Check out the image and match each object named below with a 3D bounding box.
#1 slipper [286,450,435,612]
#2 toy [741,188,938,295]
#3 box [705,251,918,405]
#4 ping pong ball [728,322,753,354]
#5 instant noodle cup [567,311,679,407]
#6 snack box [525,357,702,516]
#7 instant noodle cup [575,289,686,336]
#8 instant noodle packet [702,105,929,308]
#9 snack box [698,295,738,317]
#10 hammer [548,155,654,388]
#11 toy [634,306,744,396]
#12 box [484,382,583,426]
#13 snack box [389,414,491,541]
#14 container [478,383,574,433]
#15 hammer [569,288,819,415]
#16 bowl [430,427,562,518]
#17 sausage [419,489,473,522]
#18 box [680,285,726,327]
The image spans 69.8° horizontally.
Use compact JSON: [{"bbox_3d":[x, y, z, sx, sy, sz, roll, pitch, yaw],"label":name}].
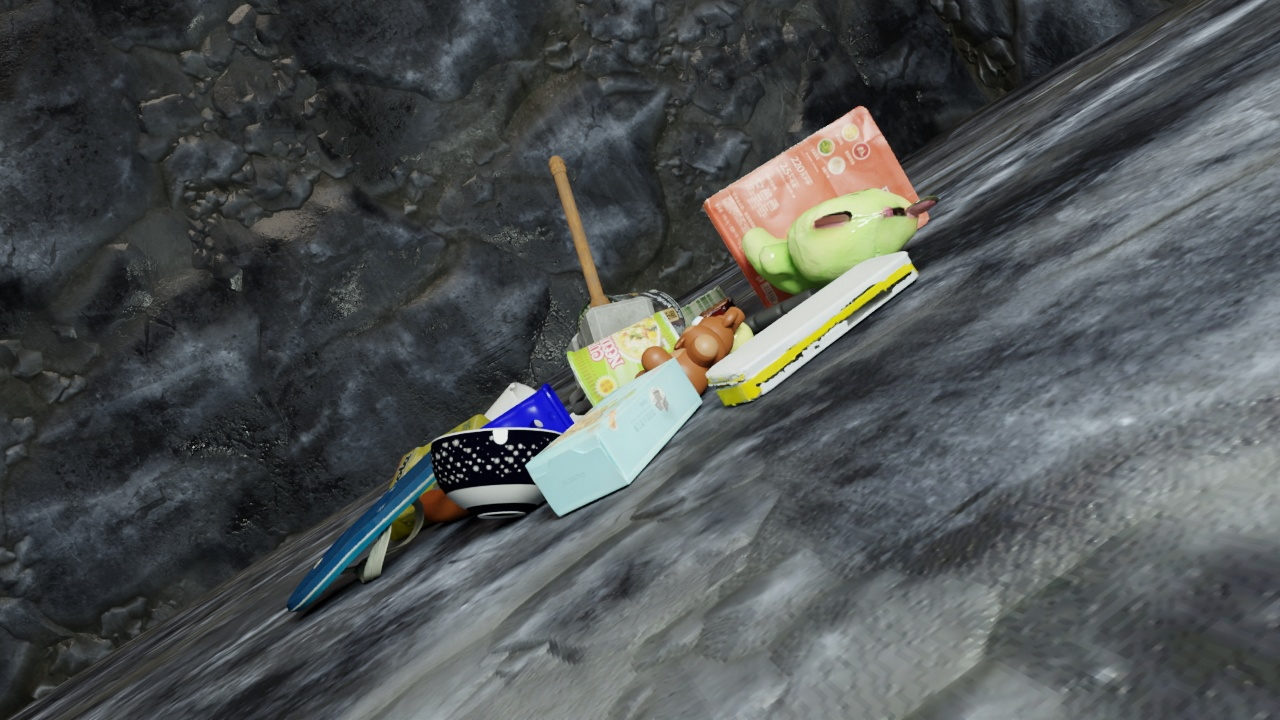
[{"bbox_3d":[-0.283,0.194,1.000,0.295,0.060,0.118,-43,8,17],"label":"slipper"},{"bbox_3d":[0.207,-0.123,0.986,0.150,0.107,0.197,-11,7,-19],"label":"toy"},{"bbox_3d":[0.143,-0.031,0.756,0.209,0.037,0.065,-33,7,-25],"label":"box"},{"bbox_3d":[0.096,-0.021,0.939,0.040,0.040,0.040,-32,4,3],"label":"ping pong ball"},{"bbox_3d":[-0.006,0.006,0.948,0.108,0.099,0.099,-32,4,5],"label":"instant noodle cup"},{"bbox_3d":[-0.016,0.058,0.753,0.075,0.053,0.174,-28,7,30],"label":"snack box"},{"bbox_3d":[-0.007,-0.037,1.311,0.138,0.137,0.112,-27,-4,44],"label":"instant noodle cup"},{"bbox_3d":[0.211,-0.180,1.105,0.221,0.164,0.083,-31,3,15],"label":"instant noodle packet"},{"bbox_3d":[0.109,-0.058,1.303,0.051,0.032,0.140,-31,5,14],"label":"snack box"},{"bbox_3d":[-0.068,-0.121,1.183,0.082,0.317,0.163,-14,-12,-17],"label":"hammer"},{"bbox_3d":[0.052,-0.011,0.875,0.127,0.065,0.095,-48,-5,-31],"label":"toy"},{"bbox_3d":[-0.137,0.084,1.214,0.156,0.126,0.084,-51,-5,16],"label":"box"},{"bbox_3d":[-0.259,0.147,1.167,0.181,0.045,0.121,-29,34,35],"label":"snack box"},{"bbox_3d":[-0.119,0.089,0.919,0.113,0.084,0.085,-33,3,-2],"label":"container"},{"bbox_3d":[0.054,-0.005,1.022,0.324,0.029,0.126,-26,-9,29],"label":"hammer"},{"bbox_3d":[-0.123,0.104,0.809,0.120,0.066,0.120,-4,-15,-1],"label":"bowl"},{"bbox_3d":[-0.203,0.154,1.026,0.039,0.044,0.165,12,-25,-35],"label":"sausage"},{"bbox_3d":[0.053,-0.049,1.493,0.206,0.051,0.117,-31,2,9],"label":"box"}]
